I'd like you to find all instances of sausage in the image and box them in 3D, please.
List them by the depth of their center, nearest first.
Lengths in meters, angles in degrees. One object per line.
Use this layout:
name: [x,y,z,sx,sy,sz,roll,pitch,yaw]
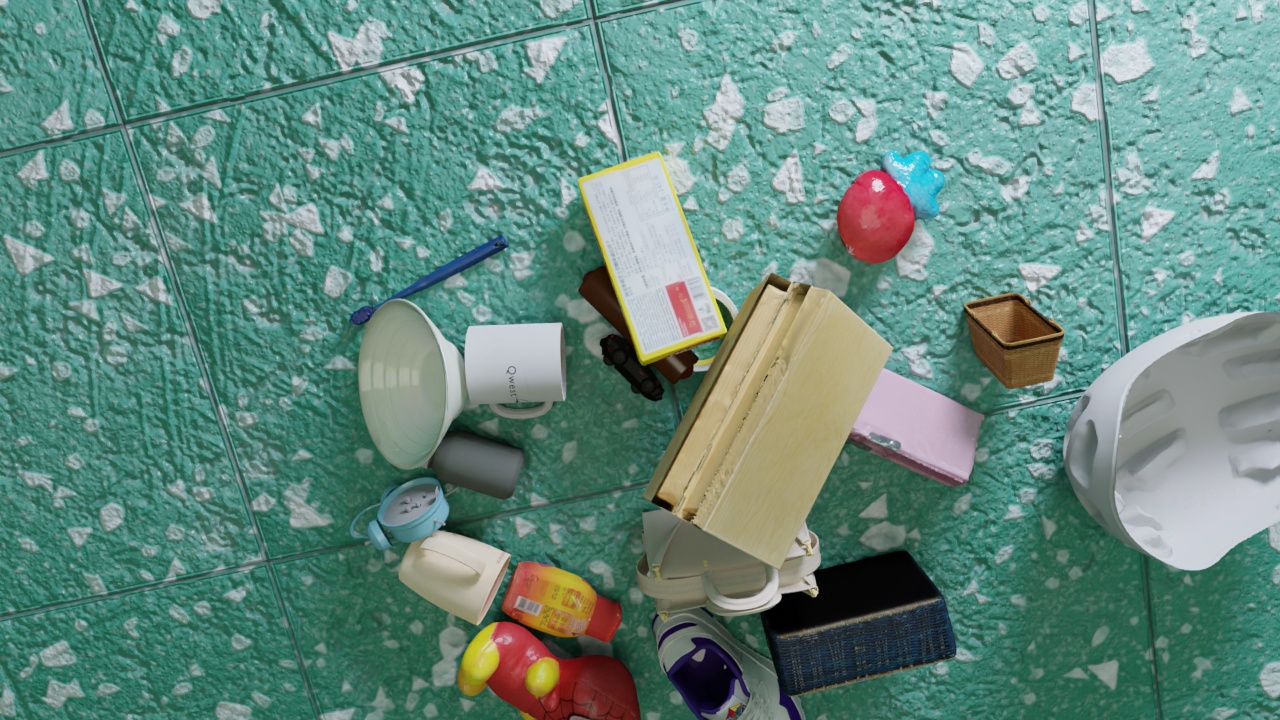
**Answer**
sausage: [-0.003,-0.038,0.971,0.155,0.040,0.040,44,99,4]

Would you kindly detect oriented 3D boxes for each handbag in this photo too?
handbag: [0.093,0.215,0.963,0.194,0.197,0.101,-10,103,1]

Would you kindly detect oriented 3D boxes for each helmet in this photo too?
helmet: [0.579,0.070,0.944,0.283,0.183,0.224,-38,106,14]

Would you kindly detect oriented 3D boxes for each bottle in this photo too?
bottle: [-0.185,0.111,1.006,0.108,0.060,0.060,18,102,-5]
bottle: [-0.088,0.280,1.052,0.134,0.048,0.071,22,99,-6]

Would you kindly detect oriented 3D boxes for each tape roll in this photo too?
tape roll: [0.062,-0.035,0.997,0.094,0.019,0.094,0,103,-1]

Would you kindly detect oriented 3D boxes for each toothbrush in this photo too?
toothbrush: [-0.228,-0.084,0.982,0.190,0.017,0.016,-27,102,5]

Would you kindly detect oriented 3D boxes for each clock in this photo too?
clock: [-0.264,0.166,1.001,0.123,0.087,0.042,-14,122,15]

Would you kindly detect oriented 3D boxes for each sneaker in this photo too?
sneaker: [0.111,0.385,1.047,0.092,0.111,0.244,-43,100,8]

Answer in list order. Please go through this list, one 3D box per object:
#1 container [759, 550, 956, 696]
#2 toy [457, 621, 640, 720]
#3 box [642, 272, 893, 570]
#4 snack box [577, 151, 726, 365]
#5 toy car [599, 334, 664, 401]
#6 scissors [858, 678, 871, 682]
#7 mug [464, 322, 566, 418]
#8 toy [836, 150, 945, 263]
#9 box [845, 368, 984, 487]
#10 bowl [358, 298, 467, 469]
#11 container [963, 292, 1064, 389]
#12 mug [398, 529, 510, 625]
container: [0.230,0.283,1.008,0.187,0.145,0.071,-14,99,2]
toy: [-0.097,0.367,1.038,0.216,0.148,0.098,21,67,-4]
box: [0.108,0.050,0.892,0.179,0.142,0.248,24,82,31]
snack box: [0.010,-0.103,0.936,0.092,0.042,0.200,-20,85,-1]
toy car: [-0.006,0.006,0.995,0.091,0.042,0.036,45,76,-10]
scissors: [0.228,0.337,1.088,0.131,0.018,0.109,17,99,-6]
mug: [-0.130,0.017,0.982,0.096,0.083,0.120,-2,132,-1]
toy: [0.258,-0.162,0.953,0.132,0.062,0.092,-42,113,-9]
box: [0.253,0.058,1.014,0.232,0.080,0.099,23,67,-7]
bowl: [-0.229,0.023,0.964,0.057,0.177,0.177,-5,108,-44]
container: [0.390,-0.020,0.963,0.063,0.113,0.061,-12,115,2]
mug: [-0.207,0.228,1.011,0.104,0.112,0.085,22,59,3]
